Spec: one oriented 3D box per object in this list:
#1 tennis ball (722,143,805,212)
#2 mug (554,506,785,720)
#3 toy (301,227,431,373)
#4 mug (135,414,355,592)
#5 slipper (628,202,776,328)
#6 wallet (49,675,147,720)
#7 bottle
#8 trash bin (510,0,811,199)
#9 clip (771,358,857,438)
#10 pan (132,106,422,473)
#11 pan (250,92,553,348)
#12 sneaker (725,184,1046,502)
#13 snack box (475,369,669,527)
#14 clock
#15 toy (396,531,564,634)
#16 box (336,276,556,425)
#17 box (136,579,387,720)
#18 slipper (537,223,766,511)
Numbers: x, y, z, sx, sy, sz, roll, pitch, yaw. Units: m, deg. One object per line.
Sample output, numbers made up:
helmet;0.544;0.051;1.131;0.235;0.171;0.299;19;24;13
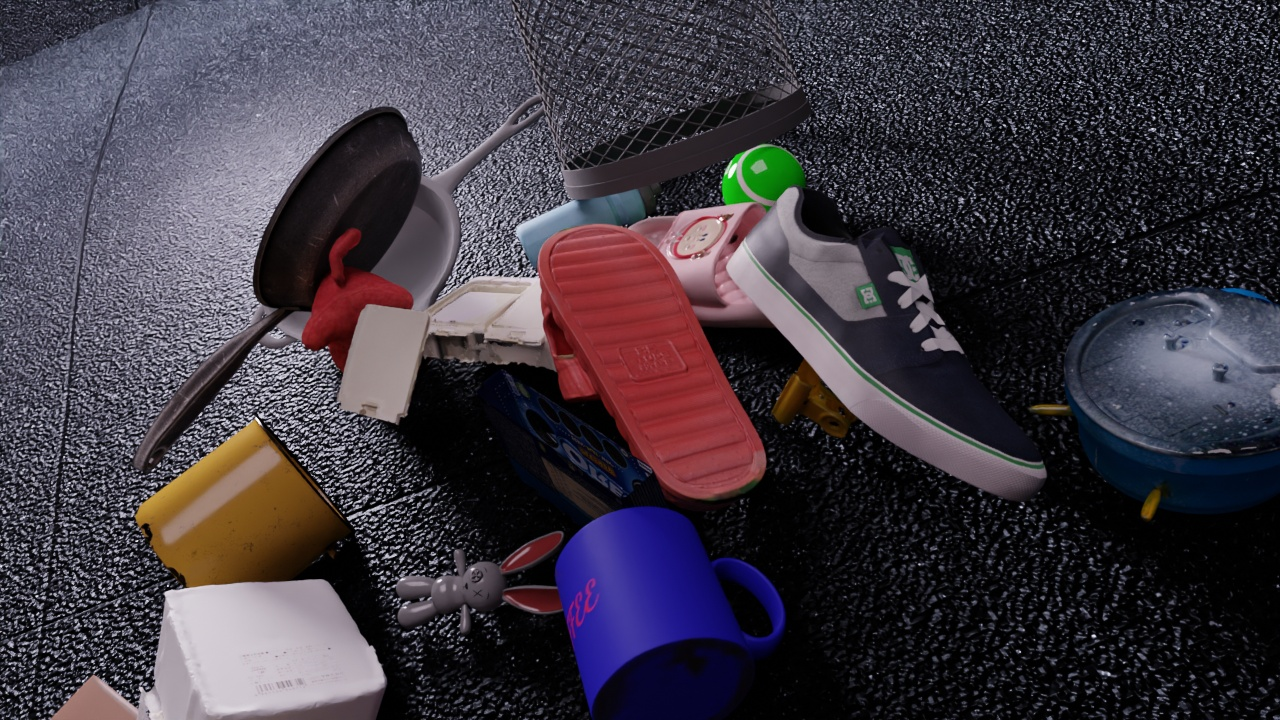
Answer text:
tennis ball;0.097;-0.137;0.722;0.065;0.065;0.065;-13;40;11
mug;0.020;0.129;0.459;0.111;0.079;0.083;-1;35;-18
toy;-0.229;-0.046;0.721;0.088;0.133;0.094;-23;44;-19
mug;-0.247;0.112;0.591;0.094;0.101;0.123;-40;83;-17
slipper;0.071;-0.070;0.668;0.222;0.056;0.106;13;53;34
wallet;-0.353;0.251;0.541;0.087;0.013;0.120;9;49;39
bottle;-0.042;-0.123;0.793;0.130;0.040;0.040;-25;39;-3
trash bin;0.003;-0.279;0.751;0.218;0.227;0.217;-18;19;6
clip;0.104;0.027;0.555;0.044;0.054;0.049;-12;62;-17
pan;-0.288;-0.048;0.737;0.357;0.055;0.187;-56;-1;1
pan;-0.209;-0.133;0.852;0.354;0.024;0.216;-44;61;-13
sneaker;0.143;-0.021;0.519;0.235;0.084;0.079;50;121;36
snack box;-0.037;0.067;0.543;0.027;0.082;0.150;-39;43;-21
clock;0.295;0.014;0.463;0.161;0.060;0.116;-22;38;-1
toy;-0.091;0.132;0.536;0.112;0.030;0.049;-15;68;14
box;-0.117;-0.027;0.660;0.144;0.070;0.185;4;30;28
box;-0.220;0.206;0.494;0.120;0.136;0.109;3;19;-40
slipper;-0.004;0.004;0.605;0.103;0.059;0.248;-8;51;-24
